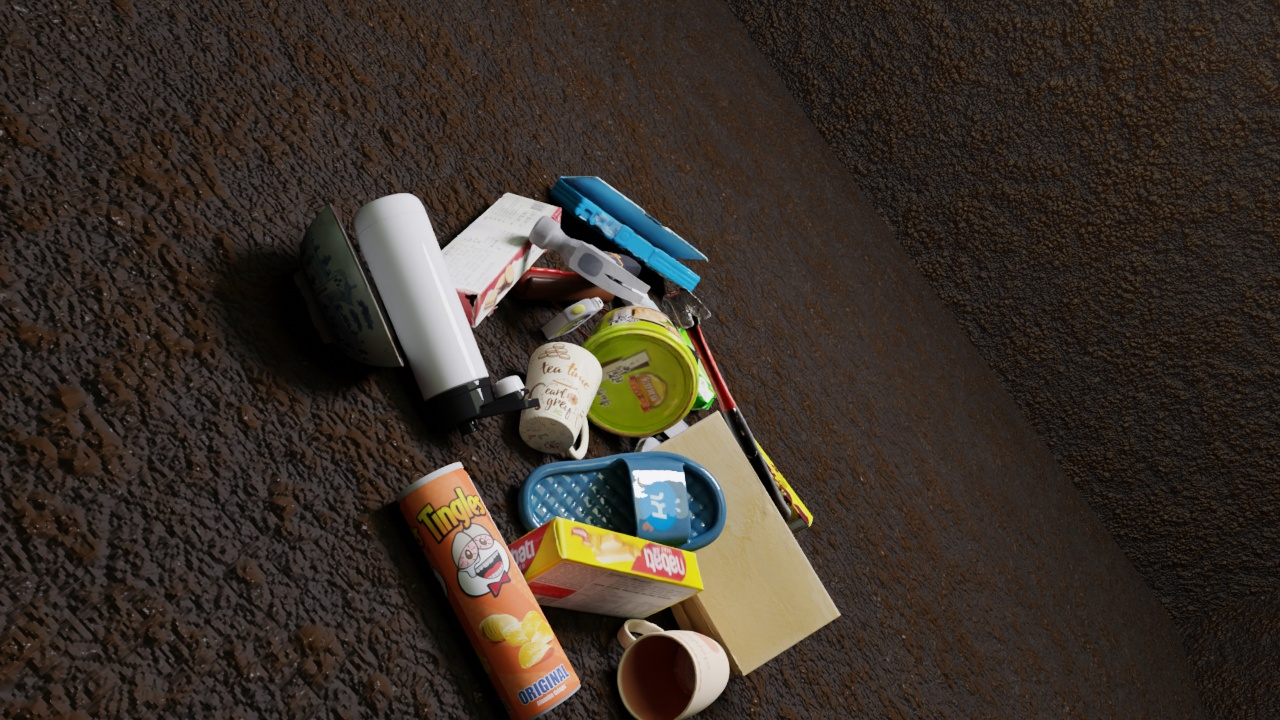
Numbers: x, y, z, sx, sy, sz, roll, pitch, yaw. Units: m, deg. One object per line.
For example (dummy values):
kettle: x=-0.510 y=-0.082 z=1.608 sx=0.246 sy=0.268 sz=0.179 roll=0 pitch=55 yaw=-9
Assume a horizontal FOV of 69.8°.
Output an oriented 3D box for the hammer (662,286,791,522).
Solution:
hammer: x=0.113 y=0.061 z=1.148 sx=0.326 sy=0.036 sz=0.140 roll=64 pitch=-3 yaw=-9

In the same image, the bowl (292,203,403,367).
bowl: x=-0.260 y=-0.055 z=0.793 sx=0.151 sy=0.056 sz=0.150 roll=157 pitch=-90 yaw=-78

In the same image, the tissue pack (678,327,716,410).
tissue pack: x=0.068 y=0.012 z=1.283 sx=0.114 sy=0.034 sz=0.099 roll=56 pitch=27 yaw=-3

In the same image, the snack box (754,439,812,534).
snack box: x=0.163 y=0.171 z=1.230 sx=0.149 sy=0.061 sz=0.025 roll=53 pitch=30 yaw=-5

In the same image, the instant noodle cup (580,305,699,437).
instant noodle cup: x=-0.006 y=0.006 z=1.068 sx=0.146 sy=0.146 sz=0.097 roll=45 pitch=20 yaw=-20

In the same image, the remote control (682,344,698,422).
remote control: x=0.053 y=0.038 z=1.211 sx=0.039 sy=0.010 sz=0.124 roll=36 pitch=55 yaw=-30

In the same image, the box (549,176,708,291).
box: x=-0.011 y=-0.188 z=1.308 sx=0.243 sy=0.066 sz=0.091 roll=30 pitch=10 yaw=-39

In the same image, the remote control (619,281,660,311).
remote control: x=0.007 y=-0.068 z=1.230 sx=0.050 sy=0.022 sz=0.133 roll=21 pitch=21 yaw=-33

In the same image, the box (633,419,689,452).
box: x=0.071 y=0.159 z=1.129 sx=0.216 sy=0.063 sz=0.156 roll=45 pitch=41 yaw=-20

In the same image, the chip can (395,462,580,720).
chip can: x=-0.127 y=0.191 z=0.763 sx=0.210 sy=0.062 sz=0.062 roll=60 pitch=29 yaw=8

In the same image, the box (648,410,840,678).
box: x=0.079 y=0.200 z=0.991 sx=0.140 sy=0.149 sz=0.248 roll=-27 pitch=82 yaw=-33

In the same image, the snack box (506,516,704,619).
snack box: x=-0.037 y=0.200 z=0.861 sx=0.200 sy=0.092 sz=0.042 roll=25 pitch=41 yaw=-44

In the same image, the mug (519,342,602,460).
mug: x=-0.083 y=0.057 z=0.982 sx=0.097 sy=0.081 sz=0.122 roll=-78 pitch=155 yaw=-44

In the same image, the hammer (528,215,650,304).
hammer: x=-0.043 y=-0.122 z=1.148 sx=0.139 sy=0.035 sz=0.312 roll=34 pitch=8 yaw=2

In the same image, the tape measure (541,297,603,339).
tape measure: x=-0.081 y=-0.050 z=1.086 sx=0.017 sy=0.064 sz=0.064 roll=58 pitch=33 yaw=4

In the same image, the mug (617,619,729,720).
mug: x=0.028 y=0.293 z=0.890 sx=0.111 sy=0.085 sz=0.104 roll=37 pitch=7 yaw=30

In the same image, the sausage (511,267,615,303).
sausage: x=-0.092 y=-0.090 z=1.116 sx=0.155 sy=0.040 sz=0.040 roll=-1 pitch=61 yaw=-48

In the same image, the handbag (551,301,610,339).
handbag: x=-0.038 y=-0.025 z=1.170 sx=0.195 sy=0.043 sz=0.093 roll=32 pitch=39 yaw=-22

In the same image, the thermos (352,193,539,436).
thermos: x=-0.184 y=-0.045 z=0.864 sx=0.068 sy=0.101 sz=0.230 roll=142 pitch=-74 yaw=-84

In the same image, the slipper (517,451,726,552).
slipper: x=-0.014 y=0.137 z=0.906 sx=0.213 sy=0.059 sz=0.103 roll=4 pitch=73 yaw=-16

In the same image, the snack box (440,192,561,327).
snack box: x=-0.164 y=-0.117 z=1.022 sx=0.076 sy=0.044 sz=0.272 roll=16 pitch=31 yaw=6
